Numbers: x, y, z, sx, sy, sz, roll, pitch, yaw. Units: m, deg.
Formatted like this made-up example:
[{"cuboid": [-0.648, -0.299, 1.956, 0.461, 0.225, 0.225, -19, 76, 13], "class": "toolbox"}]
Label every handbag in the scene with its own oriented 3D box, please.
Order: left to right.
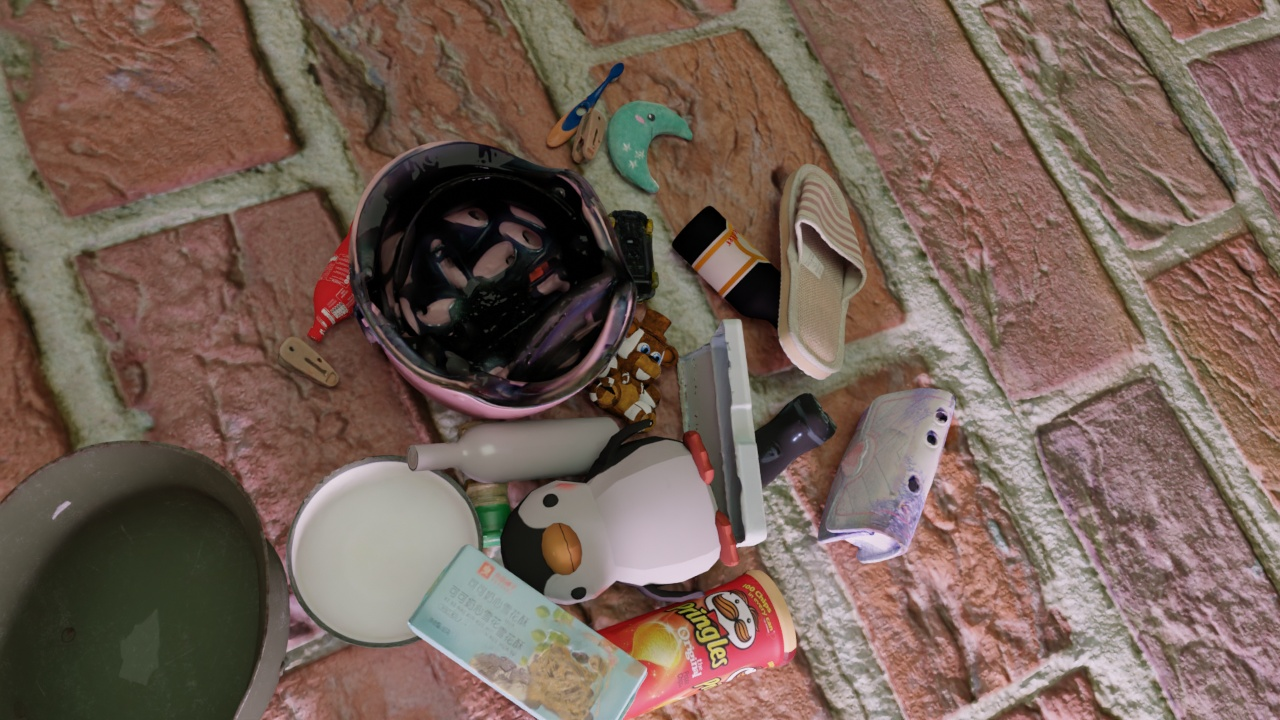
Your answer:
[{"cuboid": [0.235, 0.107, 0.880, 0.069, 0.127, 0.158, 29, 68, -3], "class": "handbag"}]

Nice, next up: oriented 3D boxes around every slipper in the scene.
[{"cuboid": [0.186, -0.103, 0.938, 0.115, 0.052, 0.262, 33, 50, -29], "class": "slipper"}]

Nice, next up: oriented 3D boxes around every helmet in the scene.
[{"cuboid": [-0.351, 0.208, 0.663, 0.227, 0.154, 0.267, 7, 70, 5], "class": "helmet"}, {"cuboid": [-0.135, -0.065, 0.818, 0.255, 0.153, 0.229, 46, 69, 4], "class": "helmet"}]

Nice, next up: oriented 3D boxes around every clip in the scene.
[{"cuboid": [-0.294, 0.004, 0.814, 0.049, 0.061, 0.025, 25, 64, 23], "class": "clip"}, {"cuboid": [-0.052, -0.235, 0.961, 0.061, 0.049, 0.026, -50, 129, 4], "class": "clip"}]

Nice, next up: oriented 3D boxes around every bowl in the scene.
[{"cuboid": [-0.211, 0.161, 0.765, 0.153, 0.073, 0.153, 5, 70, -14], "class": "bowl"}]

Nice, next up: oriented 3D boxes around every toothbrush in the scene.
[{"cuboid": [-0.059, -0.273, 0.985, 0.021, 0.017, 0.134, 36, 69, 2], "class": "toothbrush"}]

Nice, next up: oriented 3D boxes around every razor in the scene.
[{"cuboid": [0.130, 0.086, 0.891, 0.140, 0.064, 0.053, -35, 82, -20], "class": "razor"}]

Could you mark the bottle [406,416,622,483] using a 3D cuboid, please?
[{"cuboid": [-0.107, 0.078, 0.794, 0.194, 0.053, 0.052, 0, 71, -40], "class": "bottle"}]

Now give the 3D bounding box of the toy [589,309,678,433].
[{"cuboid": [-0.005, 0.005, 0.880, 0.087, 0.067, 0.112, 36, 77, -29], "class": "toy"}]

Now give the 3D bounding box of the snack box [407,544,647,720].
[{"cuboid": [-0.087, 0.222, 0.707, 0.174, 0.053, 0.074, 35, 66, 2], "class": "snack box"}]

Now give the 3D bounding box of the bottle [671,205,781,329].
[{"cuboid": [0.116, -0.076, 0.943, 0.181, 0.059, 0.059, 45, 66, 2], "class": "bottle"}]

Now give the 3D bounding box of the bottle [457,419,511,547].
[{"cuboid": [-0.139, 0.110, 0.820, 0.043, 0.043, 0.111, -5, 73, -17], "class": "bottle"}]

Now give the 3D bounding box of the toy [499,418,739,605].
[{"cuboid": [-0.031, 0.145, 0.795, 0.184, 0.140, 0.159, -17, 86, -13], "class": "toy"}]

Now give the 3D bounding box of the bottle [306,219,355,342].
[{"cuboid": [-0.268, -0.080, 0.845, 0.042, 0.042, 0.141, 24, 68, -7], "class": "bottle"}]

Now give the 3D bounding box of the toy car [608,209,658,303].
[{"cuboid": [-0.010, -0.106, 0.933, 0.049, 0.030, 0.106, 1, 70, -17], "class": "toy car"}]

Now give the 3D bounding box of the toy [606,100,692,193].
[{"cuboid": [0.006, -0.238, 0.982, 0.085, 0.033, 0.105, 38, 65, -13], "class": "toy"}]

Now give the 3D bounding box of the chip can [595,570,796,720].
[{"cuboid": [0.022, 0.255, 0.794, 0.213, 0.087, 0.087, -15, 77, -19], "class": "chip can"}]

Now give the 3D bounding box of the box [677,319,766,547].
[{"cuboid": [0.075, 0.073, 0.841, 0.044, 0.136, 0.197, 1, 72, -18], "class": "box"}]
